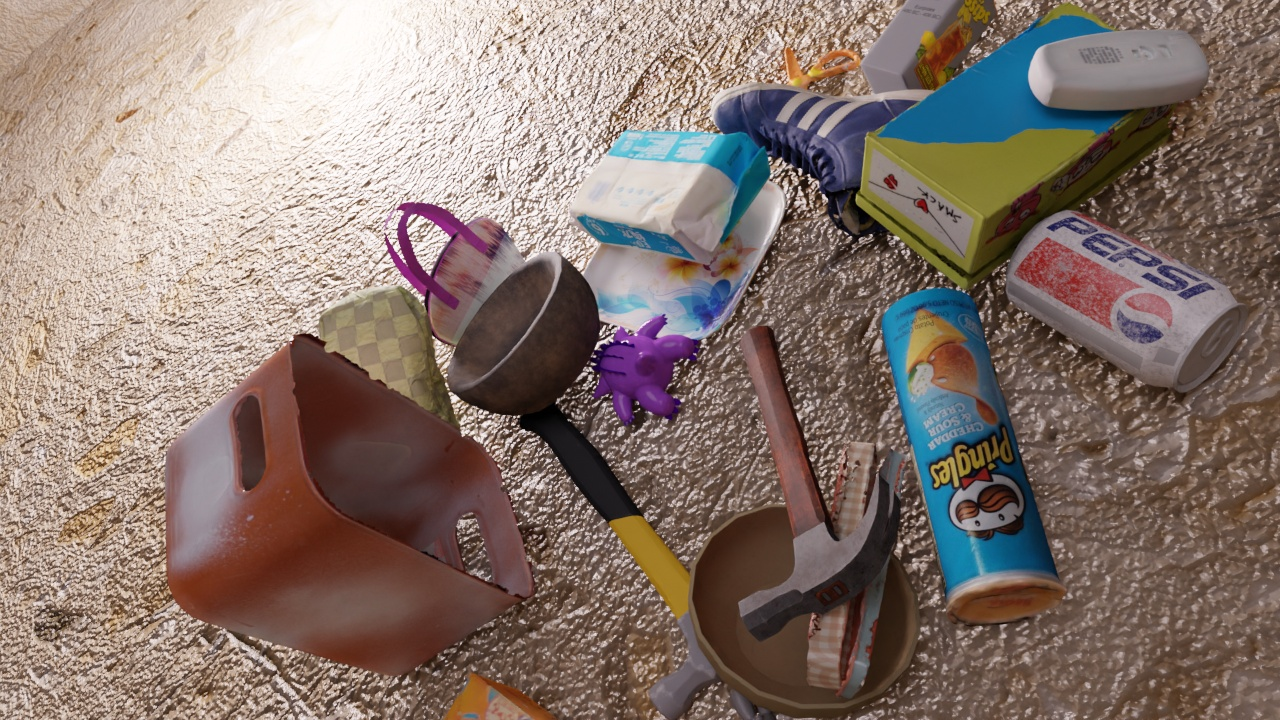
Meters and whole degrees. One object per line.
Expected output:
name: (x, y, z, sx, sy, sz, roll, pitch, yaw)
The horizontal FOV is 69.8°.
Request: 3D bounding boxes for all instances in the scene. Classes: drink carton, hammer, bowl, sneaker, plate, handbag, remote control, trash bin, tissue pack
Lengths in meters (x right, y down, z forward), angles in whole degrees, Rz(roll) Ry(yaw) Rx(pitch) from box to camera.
drink carton: (0.263, -0.293, 0.832, 0.048, 0.076, 0.125, 34, 86, 41)
hammer: (-0.015, 0.130, 0.764, 0.127, 0.029, 0.323, -43, 48, 0)
bowl: (-0.102, -0.018, 0.854, 0.163, 0.070, 0.162, -38, 29, 25)
sneaker: (0.156, -0.171, 0.814, 0.233, 0.091, 0.118, 10, 69, 27)
plate: (0.039, -0.103, 0.885, 0.187, 0.016, 0.186, 18, 72, 38)
handbag: (-0.188, -0.092, 0.914, 0.068, 0.170, 0.144, 9, 66, 35)
remote control: (0.332, -0.202, 0.640, 0.114, 0.028, 0.060, -6, 57, 1)
trash bin: (-0.234, 0.129, 0.743, 0.157, 0.259, 0.181, -35, 49, 10)
handbag: (-0.239, 0.022, 0.892, 0.113, 0.117, 0.186, -13, 95, -5)
tissue pack: (0.019, -0.160, 0.868, 0.209, 0.066, 0.117, 20, 72, 48)
hammer: (0.106, 0.059, 0.662, 0.111, 0.028, 0.300, -34, 27, 17)
bowl: (0.107, 0.173, 0.621, 0.152, 0.051, 0.152, 1, 45, -1)

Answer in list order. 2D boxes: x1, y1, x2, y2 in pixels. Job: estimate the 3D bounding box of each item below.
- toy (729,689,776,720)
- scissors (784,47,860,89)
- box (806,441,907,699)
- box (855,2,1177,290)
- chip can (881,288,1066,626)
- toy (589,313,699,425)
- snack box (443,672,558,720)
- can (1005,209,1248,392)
toy: (0.089, 0.268, 0.609, 0.049, 0.030, 0.111, -19, 46, 2)
scissors: (0.160, -0.275, 0.923, 0.125, 0.011, 0.129, -13, 55, 23)
box: (0.135, 0.128, 0.600, 0.060, 0.058, 0.186, -35, 22, 43)
box: (0.286, -0.166, 0.690, 0.220, 0.082, 0.124, -35, 59, -16)
chip can: (0.221, 0.060, 0.628, 0.080, 0.080, 0.229, -18, 52, 21)
toy: (-0.005, 0.005, 0.815, 0.088, 0.056, 0.106, 8, 74, 49)
snack box: (-0.072, 0.332, 0.632, 0.195, 0.080, 0.145, 21, 74, 39)
can: (0.327, -0.042, 0.628, 0.078, 0.078, 0.136, -45, 49, -1)
